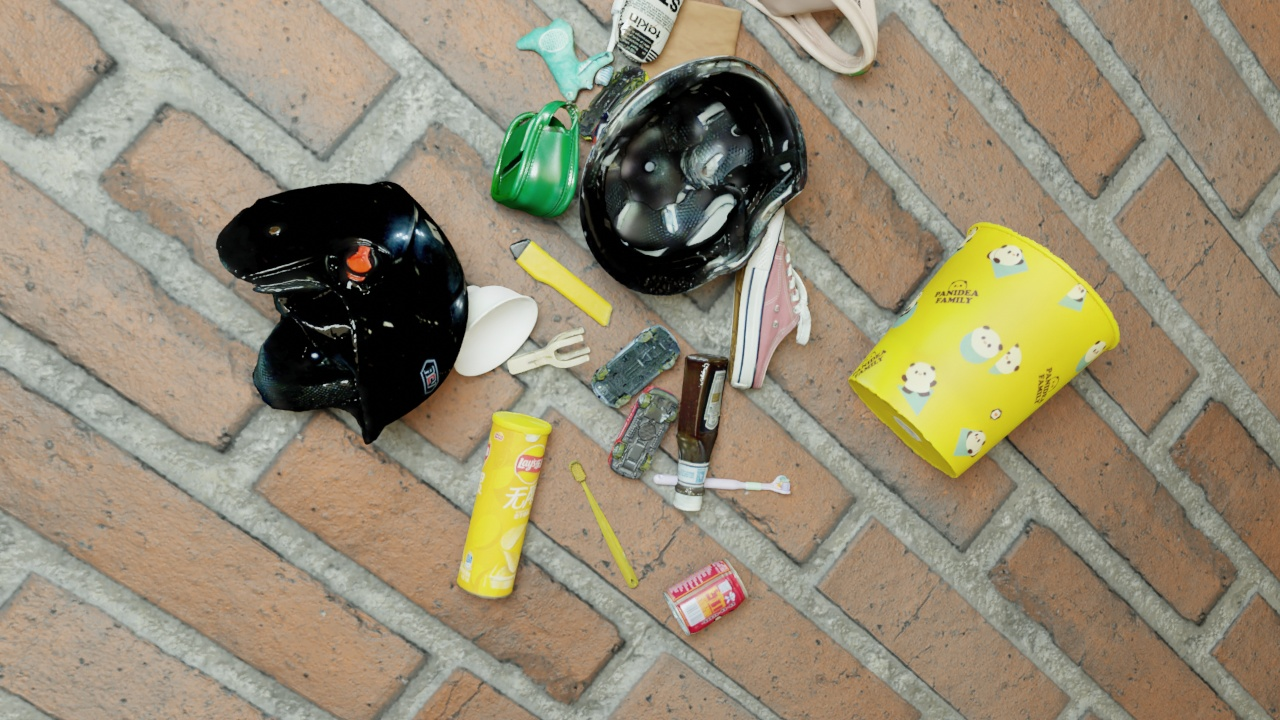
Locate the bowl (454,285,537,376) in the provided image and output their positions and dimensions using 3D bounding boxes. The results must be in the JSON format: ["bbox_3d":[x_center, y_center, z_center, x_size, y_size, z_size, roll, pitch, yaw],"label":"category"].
[{"bbox_3d":[-0.183,-0.046,1.049,0.118,0.118,0.065,-44,69,-5],"label":"bowl"}]

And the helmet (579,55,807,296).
[{"bbox_3d":[0.042,-0.216,1.046,0.230,0.157,0.274,40,96,-24],"label":"helmet"}]

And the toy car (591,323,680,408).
[{"bbox_3d":[-0.007,0.007,1.133,0.121,0.036,0.054,-41,108,4],"label":"toy car"}]

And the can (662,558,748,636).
[{"bbox_3d":[0.085,0.307,1.194,0.093,0.066,0.066,-29,106,-10],"label":"can"}]

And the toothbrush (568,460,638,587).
[{"bbox_3d":[-0.045,0.210,1.165,0.015,0.016,0.190,-27,106,-8],"label":"toothbrush"}]

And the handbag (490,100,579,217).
[{"bbox_3d":[-0.112,-0.222,1.013,0.068,0.131,0.120,14,92,-22],"label":"handbag"}]

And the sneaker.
[{"bbox_3d":[0.163,-0.078,1.131,0.088,0.118,0.241,5,106,-2],"label":"sneaker"}]

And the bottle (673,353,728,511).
[{"bbox_3d":[0.071,0.090,1.148,0.044,0.079,0.195,10,97,25],"label":"bottle"}]

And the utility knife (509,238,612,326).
[{"bbox_3d":[-0.093,-0.093,1.101,0.156,0.015,0.033,39,94,-19],"label":"utility knife"}]

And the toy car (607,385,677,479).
[{"bbox_3d":[0.001,0.087,1.143,0.053,0.045,0.120,27,96,-21],"label":"toy car"}]

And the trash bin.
[{"bbox_3d":[0.419,-0.005,1.165,0.255,0.229,0.229,-45,108,1],"label":"trash bin"}]

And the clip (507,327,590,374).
[{"bbox_3d":[-0.102,-0.007,1.087,0.101,0.095,0.035,-21,105,-23],"label":"clip"}]

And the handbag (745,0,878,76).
[{"bbox_3d":[0.189,-0.420,1.045,0.093,0.193,0.234,-49,118,-2],"label":"handbag"}]

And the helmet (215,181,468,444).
[{"bbox_3d":[-0.285,-0.055,0.928,0.229,0.234,0.274,-28,65,-26],"label":"helmet"}]

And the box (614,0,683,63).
[{"bbox_3d":[0.020,-0.419,1.040,0.069,0.052,0.164,18,95,-23],"label":"box"}]

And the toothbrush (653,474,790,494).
[{"bbox_3d":[0.107,0.160,1.200,0.189,0.029,0.021,5,135,-16],"label":"toothbrush"}]

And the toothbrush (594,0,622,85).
[{"bbox_3d":[-0.014,-0.426,1.060,0.026,0.026,0.221,20,94,22],"label":"toothbrush"}]

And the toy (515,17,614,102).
[{"bbox_3d":[-0.082,-0.345,1.050,0.096,0.030,0.092,-24,109,10],"label":"toy"}]

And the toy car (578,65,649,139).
[{"bbox_3d":[-0.031,-0.297,1.069,0.105,0.048,0.032,-50,137,-4],"label":"toy car"}]

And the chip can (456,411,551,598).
[{"bbox_3d":[-0.164,0.171,1.097,0.072,0.072,0.213,12,97,-18],"label":"chip can"}]

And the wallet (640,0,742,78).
[{"bbox_3d":[0.060,-0.377,1.095,0.115,0.020,0.101,8,98,-14],"label":"wallet"}]
